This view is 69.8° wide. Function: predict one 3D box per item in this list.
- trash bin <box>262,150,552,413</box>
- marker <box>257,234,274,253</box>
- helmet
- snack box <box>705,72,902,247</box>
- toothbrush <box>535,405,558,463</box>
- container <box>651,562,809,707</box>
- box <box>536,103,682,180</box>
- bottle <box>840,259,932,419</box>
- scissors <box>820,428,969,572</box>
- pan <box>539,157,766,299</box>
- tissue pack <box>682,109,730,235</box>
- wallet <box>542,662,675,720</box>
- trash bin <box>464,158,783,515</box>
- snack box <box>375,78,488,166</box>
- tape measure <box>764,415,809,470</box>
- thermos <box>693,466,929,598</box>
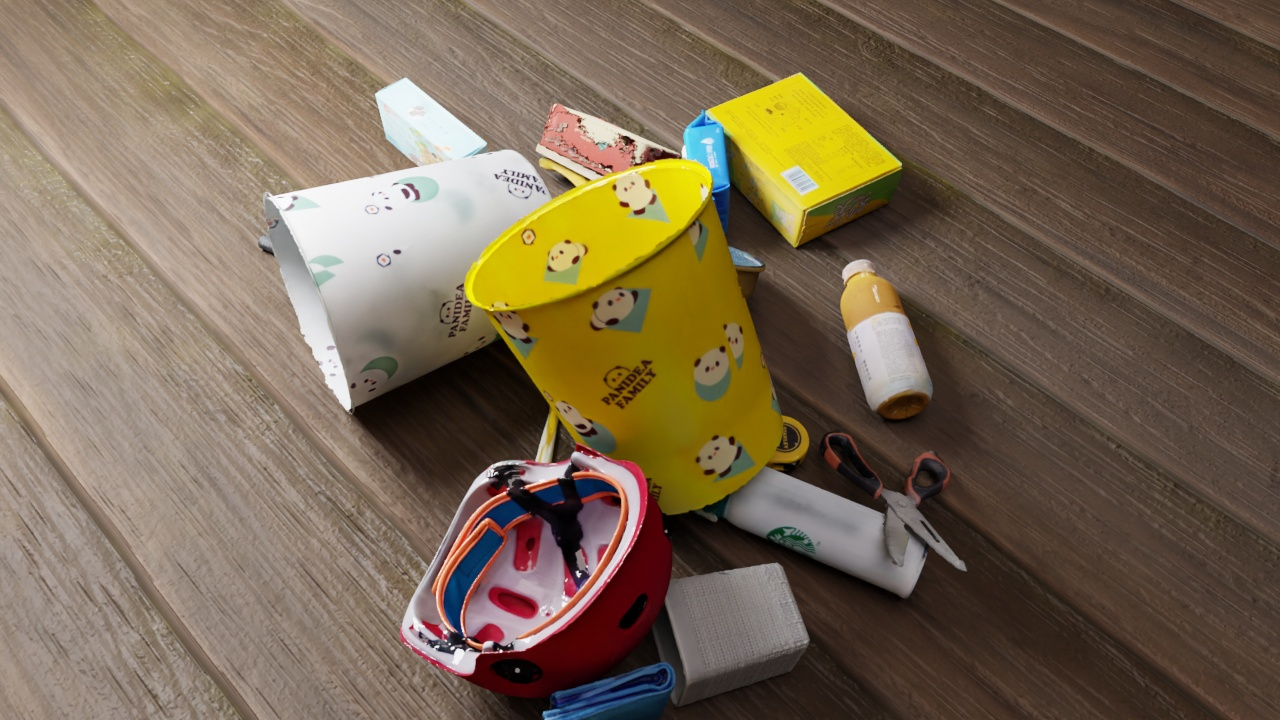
[{"bbox_3d":[-0.224,-0.097,0.949,0.251,0.230,0.229,-23,58,-24],"label":"trash bin"},{"bbox_3d":[-0.391,-0.118,1.074,0.131,0.018,0.022,22,70,14],"label":"marker"},{"bbox_3d":[-0.062,0.187,0.766,0.241,0.144,0.206,-13,40,35],"label":"helmet"},{"bbox_3d":[0.199,-0.257,1.158,0.157,0.070,0.210,-27,59,-19],"label":"snack box"},{"bbox_3d":[-0.090,0.050,0.964,0.016,0.018,0.191,6,55,5],"label":"toothbrush"},{"bbox_3d":[0.076,0.235,0.798,0.114,0.090,0.090,-9,56,-12],"label":"container"},{"bbox_3d":[-0.037,-0.258,1.108,0.168,0.080,0.091,32,20,33],"label":"box"},{"bbox_3d":[0.261,-0.028,0.999,0.068,0.068,0.189,-5,55,-5],"label":"bottle"},{"bbox_3d":[0.242,0.125,0.871,0.189,0.015,0.226,26,30,29],"label":"scissors"},{"bbox_3d":[-0.012,-0.158,1.049,0.197,0.078,0.358,1,20,-45],"label":"pan"},{"bbox_3d":[0.078,-0.221,1.114,0.052,0.095,0.156,-3,54,1],"label":"tissue pack"},{"bbox_3d":[-0.027,0.281,0.733,0.106,0.133,0.040,-13,60,-12],"label":"wallet"},{"bbox_3d":[0.002,-0.013,0.832,0.230,0.255,0.229,-20,29,12],"label":"trash bin"},{"bbox_3d":[-0.260,-0.277,1.155,0.051,0.074,0.175,-38,64,-24],"label":"snack box"},{"bbox_3d":[0.143,0.086,0.939,0.057,0.029,0.059,1,55,0],"label":"tape measure"},{"bbox_3d":[0.154,0.152,0.871,0.224,0.073,0.073,21,57,13],"label":"thermos"}]
